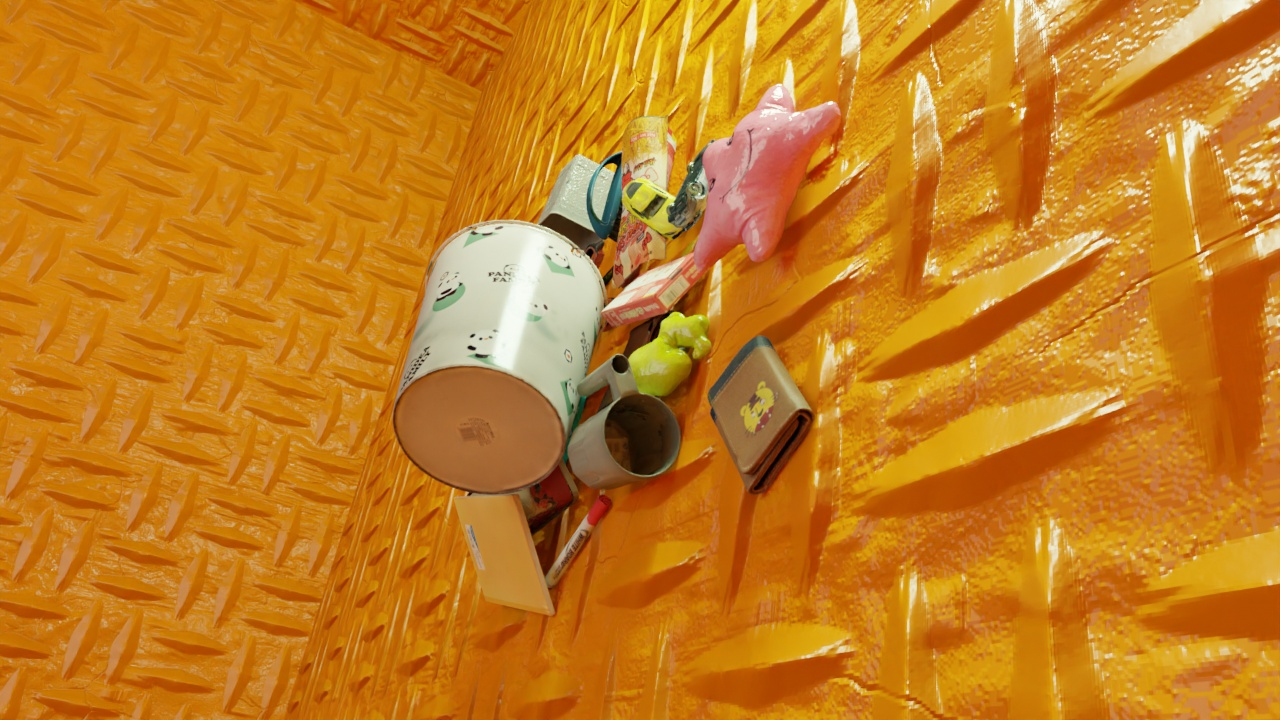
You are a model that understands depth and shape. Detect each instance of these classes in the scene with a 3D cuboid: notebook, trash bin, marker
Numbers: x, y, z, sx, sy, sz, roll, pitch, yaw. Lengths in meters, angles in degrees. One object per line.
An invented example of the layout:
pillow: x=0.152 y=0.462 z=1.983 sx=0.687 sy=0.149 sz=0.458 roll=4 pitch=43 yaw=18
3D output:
notebook: x=-0.171 y=0.232 z=1.115 sx=0.207 sy=0.010 sz=0.146 roll=-17 pitch=91 yaw=59
trash bin: x=-0.160 y=0.000 z=1.048 sx=0.230 sy=0.229 sz=0.251 roll=-54 pitch=19 yaw=33
marker: x=-0.073 y=0.206 z=1.029 sx=0.145 sy=0.017 sz=0.017 roll=-58 pitch=23 yaw=26

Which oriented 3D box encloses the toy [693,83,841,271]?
toy: x=0.102 y=-0.171 z=0.878 sx=0.195 sy=0.074 sz=0.178 roll=-64 pitch=30 yaw=11

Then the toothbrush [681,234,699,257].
toothbrush: x=0.101 y=-0.169 z=0.969 sx=0.191 sy=0.016 sz=0.015 roll=-50 pitch=27 yaw=38

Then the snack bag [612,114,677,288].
snack bag: x=0.004 y=-0.206 z=1.193 sx=0.129 sy=0.073 sz=0.207 roll=-27 pitch=53 yaw=59

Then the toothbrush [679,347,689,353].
toothbrush: x=0.006 y=0.056 z=0.986 sx=0.192 sy=0.018 sz=0.016 roll=-57 pitch=18 yaw=22

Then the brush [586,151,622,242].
brush: x=-0.039 y=-0.234 z=1.291 sx=0.055 sy=0.073 sz=0.143 roll=139 pitch=147 yaw=-63

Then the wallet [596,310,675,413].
wallet: x=-0.006 y=0.006 z=1.023 sx=0.101 sy=0.032 sz=0.124 roll=-33 pitch=30 yaw=63

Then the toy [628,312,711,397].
toy: x=0.028 y=-0.004 z=0.934 sx=0.097 sy=0.031 sz=0.100 roll=8 pitch=72 yaw=41

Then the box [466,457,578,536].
box: x=-0.155 y=0.174 z=1.133 sx=0.169 sy=0.078 sz=0.091 roll=-44 pitch=69 yaw=49

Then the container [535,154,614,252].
container: x=-0.094 y=-0.244 z=1.420 sx=0.090 sy=0.090 sz=0.114 roll=-22 pitch=46 yaw=62

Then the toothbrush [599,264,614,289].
toothbrush: x=-0.066 y=-0.102 z=1.307 sx=0.186 sy=0.017 sz=0.012 roll=-42 pitch=26 yaw=50

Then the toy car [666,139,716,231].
toy car: x=0.067 y=-0.202 z=1.057 sx=0.054 sy=0.037 sz=0.120 roll=-38 pitch=27 yaw=55

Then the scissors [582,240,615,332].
scissors: x=-0.079 y=-0.060 z=1.259 sx=0.227 sy=0.015 sz=0.189 roll=-15 pitch=75 yaw=56

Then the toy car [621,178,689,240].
toy car: x=0.018 y=-0.186 z=1.107 sx=0.105 sy=0.032 sz=0.048 roll=41 pitch=97 yaw=35

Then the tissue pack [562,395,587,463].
tissue pack: x=-0.123 y=0.093 z=1.213 sx=0.093 sy=0.050 sz=0.133 roll=-6 pitch=65 yaw=65

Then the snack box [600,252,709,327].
snack box: x=0.013 y=-0.078 z=1.037 sx=0.075 sy=0.025 sz=0.153 roll=-45 pitch=14 yaw=-21

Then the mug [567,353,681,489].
mug: x=-0.025 y=0.066 z=0.927 sx=0.104 sy=0.083 sz=0.124 roll=-33 pitch=72 yaw=60

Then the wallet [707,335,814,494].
wallet: x=0.096 y=0.043 z=0.755 sx=0.090 sy=0.033 sz=0.115 roll=-59 pitch=26 yaw=22
